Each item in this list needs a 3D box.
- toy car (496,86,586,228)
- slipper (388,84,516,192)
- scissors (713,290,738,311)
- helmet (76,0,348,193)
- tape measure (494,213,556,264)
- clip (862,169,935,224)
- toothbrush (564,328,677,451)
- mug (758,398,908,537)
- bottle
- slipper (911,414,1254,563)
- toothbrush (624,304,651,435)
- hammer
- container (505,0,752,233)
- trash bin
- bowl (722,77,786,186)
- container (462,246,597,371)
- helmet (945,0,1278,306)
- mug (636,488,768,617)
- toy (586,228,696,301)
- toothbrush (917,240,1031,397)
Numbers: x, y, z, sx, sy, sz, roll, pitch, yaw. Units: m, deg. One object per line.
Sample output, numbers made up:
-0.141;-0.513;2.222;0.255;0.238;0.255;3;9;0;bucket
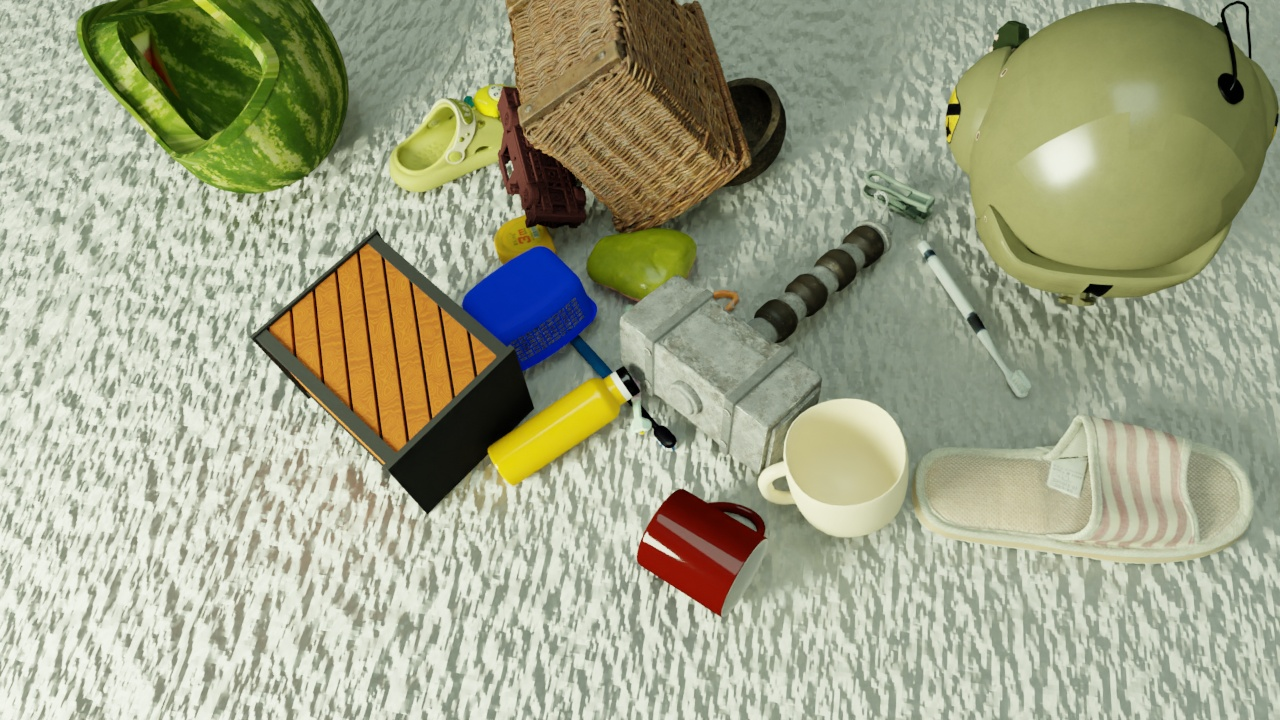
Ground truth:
-0.110;-0.206;0.969;0.070;0.062;0.169;-2;62;-28;toy car
-0.201;-0.262;1.025;0.190;0.082;0.091;-29;58;-5;slipper
0.064;-0.016;0.884;0.131;0.011;0.125;33;70;24;scissors
-0.434;-0.308;0.995;0.214;0.247;0.242;-22;16;19;helmet
-0.122;-0.120;0.959;0.059;0.030;0.068;-22;54;-5;tape measure
0.260;-0.167;0.931;0.076;0.044;0.023;33;65;24;clip
-0.021;0.025;0.873;0.014;0.014;0.167;-37;61;-13;toothbrush
0.158;0.098;0.756;0.120;0.100;0.096;-12;57;8;mug
-0.067;0.056;0.830;0.143;0.043;0.043;-34;61;1;bottle
0.359;0.102;0.750;0.263;0.052;0.114;-1;62;9;slipper
-0.005;0.005;0.870;0.022;0.015;0.154;-21;49;20;toothbrush
0.148;-0.055;0.853;0.177;0.080;0.325;38;62;26;hammer
-0.024;-0.284;0.922;0.163;0.183;0.249;-28;56;25;container
-0.213;0.013;0.820;0.172;0.140;0.139;40;73;16;trash bin
0.103;-0.230;0.967;0.121;0.056;0.121;-17;57;28;bowl
-0.111;-0.054;0.896;0.114;0.058;0.096;-36;52;-11;container
0.382;-0.163;0.766;0.250;0.256;0.232;6;58;13;helmet
0.060;0.150;0.764;0.082;0.073;0.105;28;40;22;mug
-0.002;-0.099;0.918;0.110;0.051;0.089;13;61;18;toy
0.311;-0.044;0.860;0.012;0.017;0.186;-10;57;-21;toothbrush
